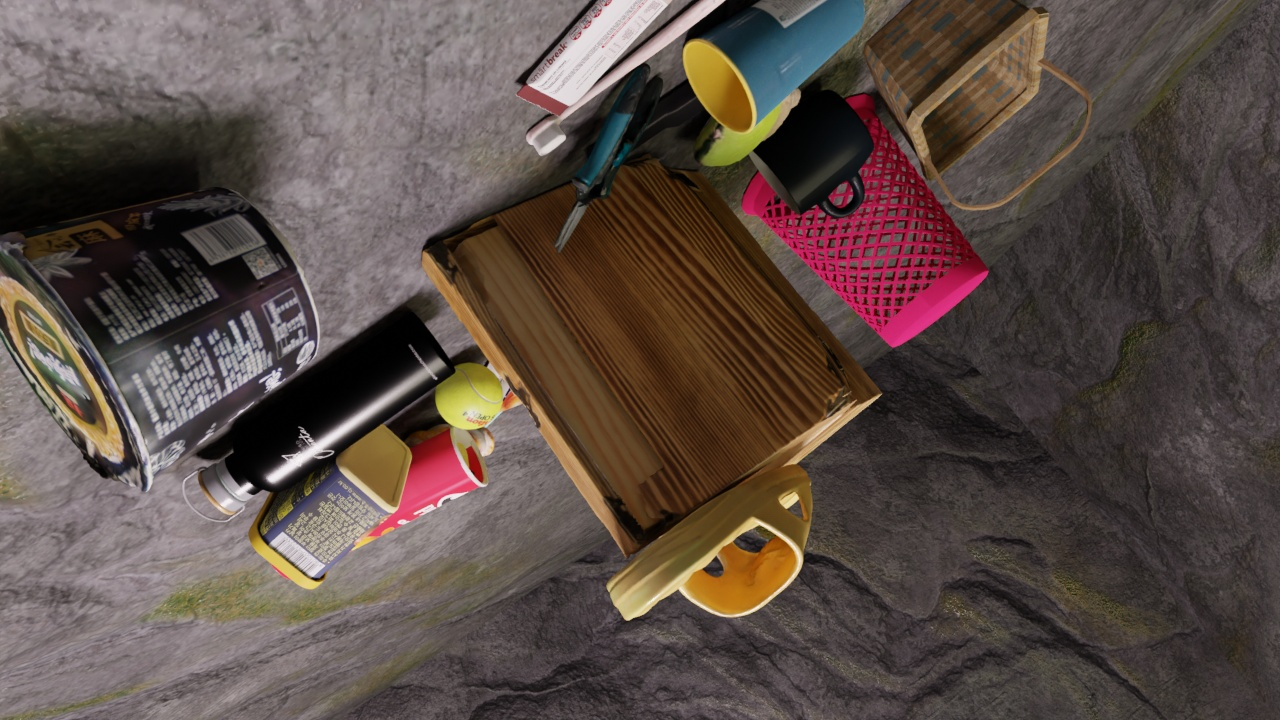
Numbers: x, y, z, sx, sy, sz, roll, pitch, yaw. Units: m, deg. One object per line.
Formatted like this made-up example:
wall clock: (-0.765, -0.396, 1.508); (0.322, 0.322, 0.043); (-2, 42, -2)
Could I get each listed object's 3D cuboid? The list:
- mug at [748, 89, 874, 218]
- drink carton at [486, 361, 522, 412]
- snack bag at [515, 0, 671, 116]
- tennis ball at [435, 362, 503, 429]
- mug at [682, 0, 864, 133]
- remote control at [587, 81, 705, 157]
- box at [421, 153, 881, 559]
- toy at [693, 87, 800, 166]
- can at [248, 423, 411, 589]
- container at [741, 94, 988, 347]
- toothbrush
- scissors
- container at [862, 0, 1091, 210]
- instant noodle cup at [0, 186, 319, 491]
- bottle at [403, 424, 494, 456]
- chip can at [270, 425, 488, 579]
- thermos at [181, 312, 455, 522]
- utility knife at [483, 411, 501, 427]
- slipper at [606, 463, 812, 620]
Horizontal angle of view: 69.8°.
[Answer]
mug: (0.177, -0.190, 0.895); (0.094, 0.121, 0.085); (-39, -155, 7)
drink carton: (-0.107, 0.006, 0.987); (0.129, 0.040, 0.064); (-20, 152, -46)
snack bag: (-0.012, -0.217, 0.575); (0.158, 0.013, 0.057); (-42, 162, 20)
tennis ball: (-0.167, 0.035, 0.897); (0.065, 0.065, 0.065); (-34, 165, -10)
mug: (0.101, -0.234, 0.674); (0.121, 0.078, 0.078); (-39, 166, -10)
remote control: (0.018, -0.191, 0.722); (0.136, 0.015, 0.032); (-35, 166, -5)
box: (0.005, -0.005, 0.757); (0.283, 0.279, 0.314); (-45, 162, 28)
toy: (0.096, -0.209, 0.790); (0.115, 0.046, 0.092); (-33, 168, -42)
can: (-0.268, 0.117, 0.812); (0.104, 0.075, 0.135); (-41, -161, 7)
container: (0.252, -0.141, 0.999); (0.183, 0.225, 0.183); (-34, 165, -10)
toothbrush: (-0.004, -0.203, 0.632); (0.181, 0.018, 0.015); (-38, 166, 2)
scissors: (-0.021, -0.149, 0.679); (0.140, 0.019, 0.128); (-44, 157, -32)
container: (0.339, -0.255, 0.922); (0.158, 0.186, 0.249); (-41, 165, 15)
instant noodle cup: (-0.236, -0.019, 0.458); (0.112, 0.137, 0.138); (-36, 168, -39)
bottle: (-0.210, 0.100, 1.008); (0.063, 0.063, 0.108); (-46, 164, 32)
chip can: (-0.267, 0.143, 0.922); (0.220, 0.069, 0.069); (-27, 166, 4)
thermos: (-0.262, 0.051, 0.738); (0.231, 0.061, 0.061); (-35, 166, -5)
utility knife: (-0.146, 0.035, 1.063); (0.180, 0.016, 0.022); (-43, 164, 12)
slipper: (0.072, 0.140, 0.665); (0.100, 0.078, 0.262); (-46, 162, 25)
